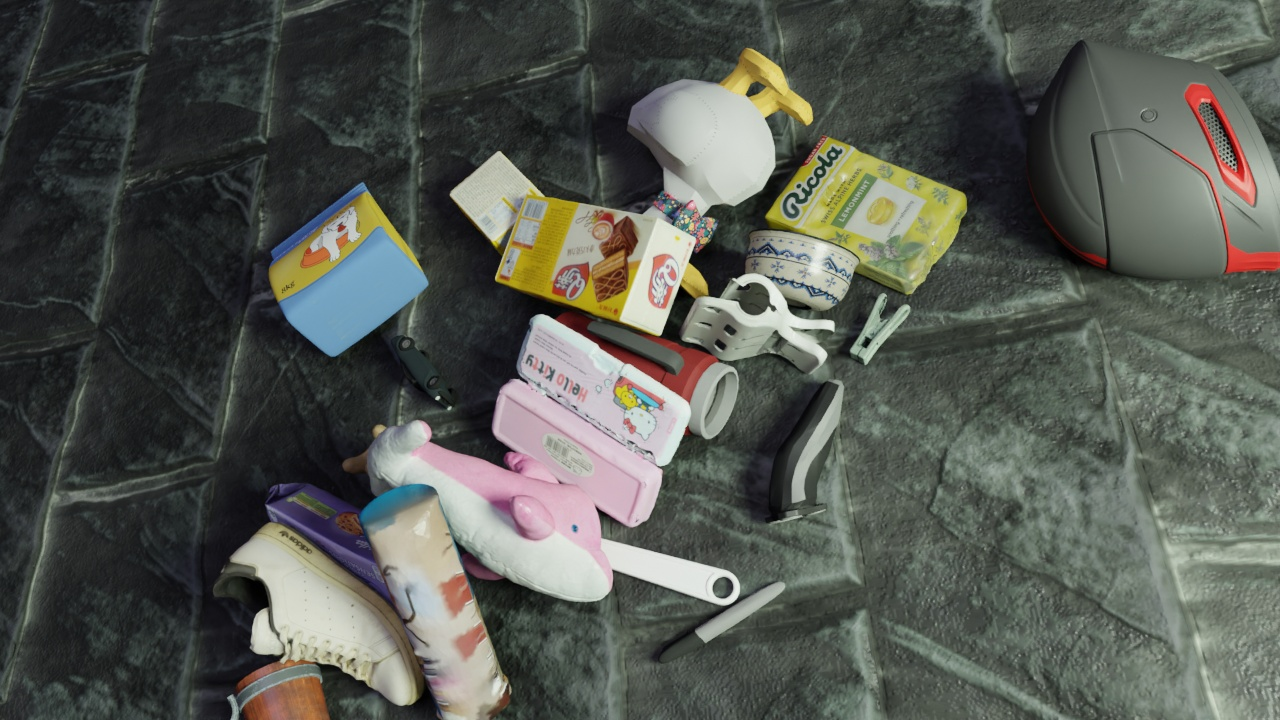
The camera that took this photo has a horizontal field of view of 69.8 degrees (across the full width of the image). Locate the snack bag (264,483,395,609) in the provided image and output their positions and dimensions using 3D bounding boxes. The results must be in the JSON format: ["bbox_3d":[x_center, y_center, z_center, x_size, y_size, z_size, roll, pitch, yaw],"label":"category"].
[{"bbox_3d":[-0.300,0.199,0.959,0.205,0.096,0.058,20,39,24],"label":"snack bag"}]

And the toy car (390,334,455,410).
[{"bbox_3d":[-0.252,0.014,1.057,0.034,0.046,0.112,-40,59,-4],"label":"toy car"}]

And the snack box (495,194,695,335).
[{"bbox_3d":[-0.055,-0.106,0.982,0.230,0.061,0.110,20,90,46],"label":"snack box"}]

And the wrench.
[{"bbox_3d":[-0.032,0.194,0.918,0.274,0.018,0.066,12,71,22],"label":"wrench"}]

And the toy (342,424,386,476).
[{"bbox_3d":[-0.254,0.126,0.982,0.108,0.106,0.134,39,86,18],"label":"toy"}]

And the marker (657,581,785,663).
[{"bbox_3d":[0.075,0.244,0.861,0.138,0.016,0.022,-33,37,1],"label":"marker"}]

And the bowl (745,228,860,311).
[{"bbox_3d":[0.159,-0.087,0.934,0.116,0.115,0.059,14,86,23],"label":"bowl"}]

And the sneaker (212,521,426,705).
[{"bbox_3d":[-0.320,0.263,0.899,0.241,0.089,0.102,36,40,13],"label":"sneaker"}]

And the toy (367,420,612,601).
[{"bbox_3d":[-0.133,0.134,0.888,0.265,0.187,0.127,32,49,-7],"label":"toy"}]

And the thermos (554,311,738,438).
[{"bbox_3d":[-0.006,0.006,0.944,0.199,0.108,0.083,20,62,27],"label":"thermos"}]

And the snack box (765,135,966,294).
[{"bbox_3d":[0.239,-0.156,0.974,0.181,0.045,0.121,31,79,28],"label":"snack box"}]

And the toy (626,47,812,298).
[{"bbox_3d":[0.060,-0.214,1.015,0.268,0.140,0.246,-45,58,14],"label":"toy"}]

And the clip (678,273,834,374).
[{"bbox_3d":[0.121,-0.042,0.925,0.151,0.126,0.091,8,76,-4],"label":"clip"}]

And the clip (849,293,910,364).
[{"bbox_3d":[0.239,-0.032,0.931,0.035,0.023,0.074,31,81,26],"label":"clip"}]

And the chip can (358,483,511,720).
[{"bbox_3d":[-0.184,0.227,0.836,0.080,0.230,0.079,-12,22,5],"label":"chip can"}]

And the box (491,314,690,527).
[{"bbox_3d":[-0.057,0.062,0.924,0.201,0.044,0.155,30,120,21],"label":"box"}]

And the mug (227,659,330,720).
[{"bbox_3d":[-0.361,0.367,0.899,0.117,0.082,0.111,-14,60,-29],"label":"mug"}]

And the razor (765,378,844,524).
[{"bbox_3d":[0.162,0.086,0.887,0.060,0.057,0.156,19,71,-9],"label":"razor"}]

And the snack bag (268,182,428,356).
[{"bbox_3d":[-0.376,-0.128,1.140,0.159,0.102,0.205,-38,50,-1],"label":"snack bag"}]

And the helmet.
[{"bbox_3d":[0.452,-0.178,0.847,0.170,0.164,0.264,-21,71,21],"label":"helmet"}]

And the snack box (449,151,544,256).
[{"bbox_3d":[-0.164,-0.184,1.111,0.083,0.061,0.106,-41,61,-3],"label":"snack box"}]
